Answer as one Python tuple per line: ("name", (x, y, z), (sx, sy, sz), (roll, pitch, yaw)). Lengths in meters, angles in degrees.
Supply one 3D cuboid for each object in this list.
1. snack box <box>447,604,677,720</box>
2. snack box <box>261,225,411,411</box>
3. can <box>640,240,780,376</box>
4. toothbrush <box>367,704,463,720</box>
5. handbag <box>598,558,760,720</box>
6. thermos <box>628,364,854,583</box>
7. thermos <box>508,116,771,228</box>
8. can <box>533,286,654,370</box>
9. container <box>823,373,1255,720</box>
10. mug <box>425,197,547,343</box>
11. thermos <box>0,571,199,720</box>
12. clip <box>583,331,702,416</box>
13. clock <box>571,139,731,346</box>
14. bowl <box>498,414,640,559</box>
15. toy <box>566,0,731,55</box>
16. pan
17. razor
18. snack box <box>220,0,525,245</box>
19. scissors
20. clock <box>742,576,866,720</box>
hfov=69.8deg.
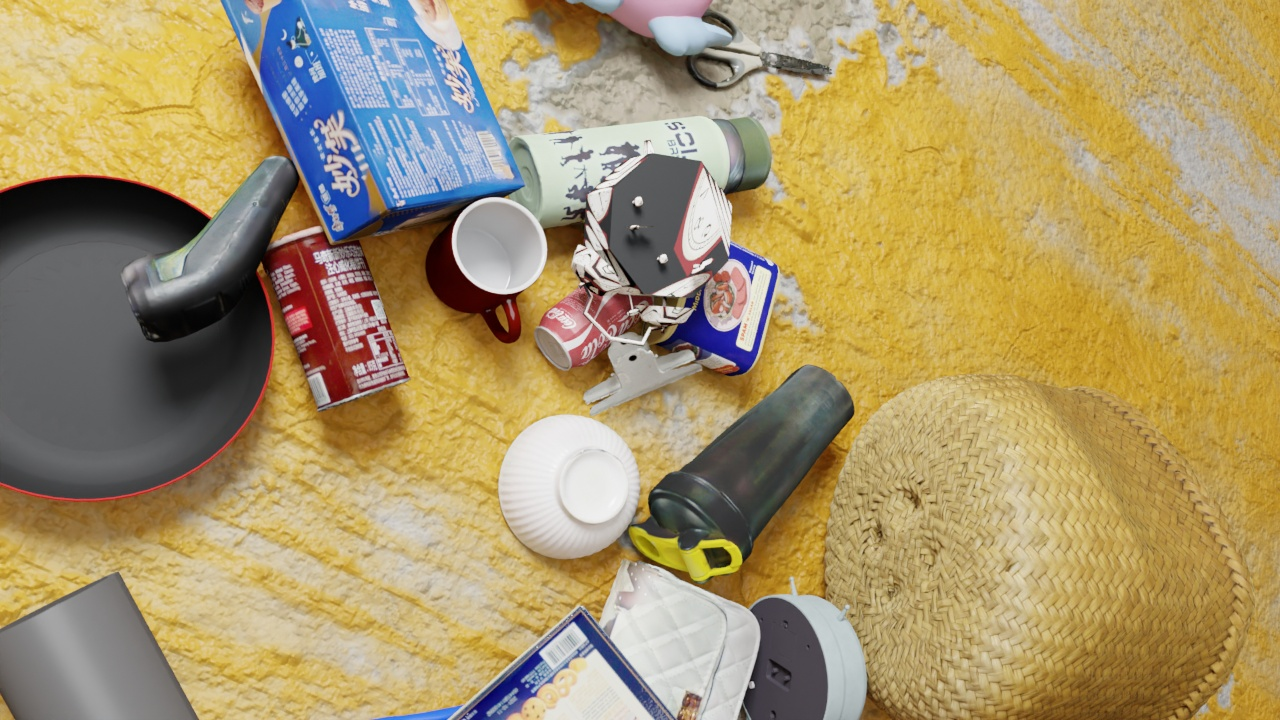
("snack box", (-0.051, 0.278, 0.658), (0.144, 0.043, 0.145), (-39, 79, -14))
("snack box", (-0.218, -0.031, 0.659), (0.072, 0.072, 0.121), (-21, 93, -27))
("can", (0.064, -0.052, 0.809), (0.092, 0.057, 0.116), (23, 74, -23))
("toothbrush", (-0.156, 0.268, 0.679), (0.182, 0.016, 0.018), (0, 88, -26))
("handbag", (0.014, 0.270, 0.731), (0.138, 0.073, 0.194), (25, 72, -19))
("thermos", (0.095, 0.094, 0.785), (0.220, 0.098, 0.098), (-40, 101, -29))
("thermos", (0.005, -0.162, 0.786), (0.231, 0.082, 0.082), (-14, 89, -27))
("can", (-0.038, -0.037, 0.757), (0.096, 0.054, 0.054), (-40, 101, -25))
("container", (0.288, 0.168, 0.757), (0.196, 0.308, 0.306), (8, 79, -17))
("mug", (-0.116, -0.063, 0.707), (0.073, 0.083, 0.105), (-16, 90, -27))
("thermos", (-0.309, 0.258, 0.569), (0.082, 0.082, 0.240), (-28, 96, -27))
("clip", (-0.002, 0.010, 0.745), (0.102, 0.058, 0.050), (-24, 53, -1))
("clock", (0.010, -0.085, 0.712), (0.114, 0.065, 0.154), (28, 81, -27))
("bowl", (-0.048, 0.100, 0.729), (0.118, 0.062, 0.118), (4, 81, -26))
("toy", (-0.019, -0.337, 0.783), (0.222, 0.120, 0.170), (49, 56, -11))
("pan", (-0.403, 0.025, 0.562), (0.355, 0.067, 0.209), (-37, 99, -26))
("razor", (-0.277, -0.078, 0.596), (0.067, 0.054, 0.151), (26, 62, -5))
("snack box", (-0.189, -0.199, 0.661), (0.154, 0.069, 0.203), (-30, 98, -58))
("scissors", (0.116, -0.282, 0.891), (0.171, 0.013, 0.121), (30, 74, -21))
("clock", (0.130, 0.270, 0.763), (0.045, 0.123, 0.159), (4, 95, -30))
